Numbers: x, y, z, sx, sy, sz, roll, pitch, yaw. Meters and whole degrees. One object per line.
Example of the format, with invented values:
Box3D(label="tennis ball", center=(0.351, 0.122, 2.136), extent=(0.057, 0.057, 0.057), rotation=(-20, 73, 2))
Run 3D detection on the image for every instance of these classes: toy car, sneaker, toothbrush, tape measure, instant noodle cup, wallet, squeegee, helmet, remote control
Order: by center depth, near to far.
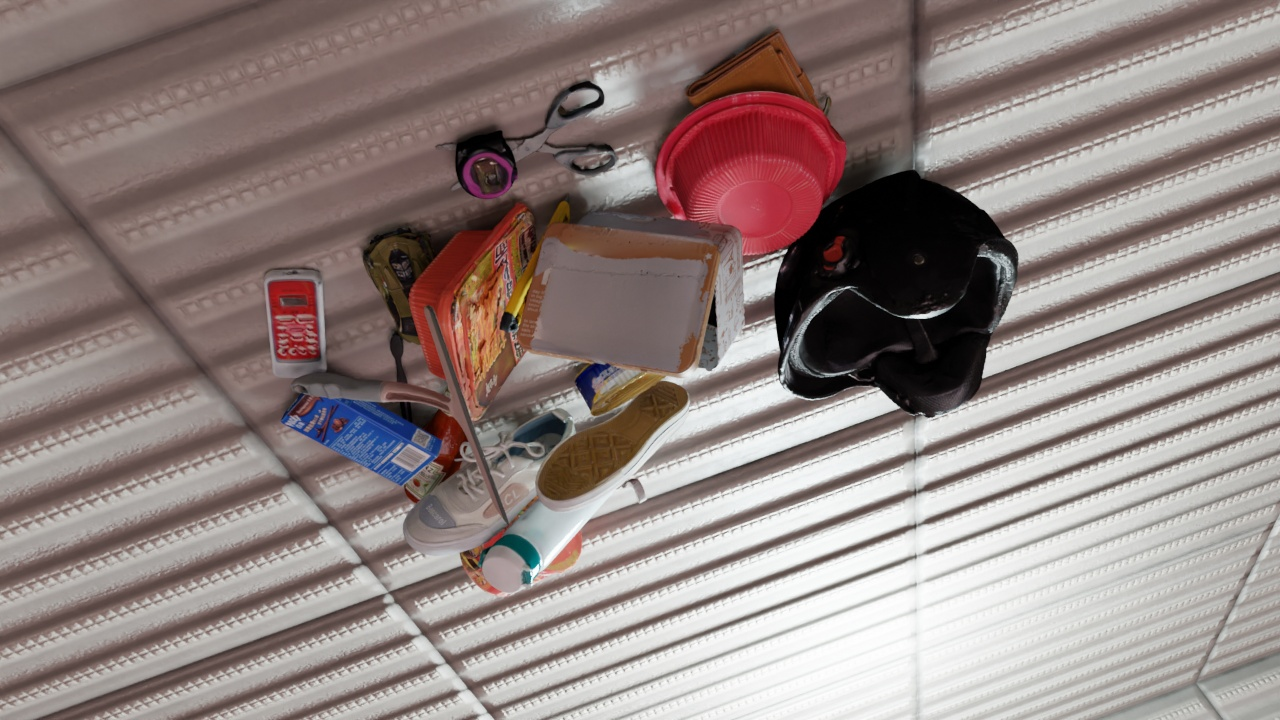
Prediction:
Box3D(label="tape measure", center=(-0.145, -0.181, 0.861), extent=(0.057, 0.039, 0.058), rotation=(-15, 135, 0))
Box3D(label="squeegee", center=(-0.249, 0.035, 0.905), extent=(0.250, 0.040, 0.248), rotation=(8, 128, 29))
Box3D(label="wallet", center=(0.126, -0.249, 0.908), extent=(0.119, 0.035, 0.130), rotation=(-32, 134, 13))
Box3D(label="instant noodle cup", center=(-0.163, -0.050, 0.918), extent=(0.079, 0.188, 0.165), rotation=(12, 135, 16))
Box3D(label="instant noodle cup", center=(0.112, -0.173, 0.920), extent=(0.194, 0.065, 0.194), rotation=(-1, 141, -1))
Box3D(label="toy car", center=(-0.231, -0.071, 0.945), extent=(0.070, 0.042, 0.158), rotation=(-18, 138, -2))
Box3D(label="remote control", center=(-0.355, -0.035, 0.946), extent=(0.055, 0.020, 0.136), rotation=(-2, 132, -19))
Box3D(label="helmet", center=(0.260, -0.073, 0.987), extent=(0.275, 0.230, 0.233), rotation=(-23, 143, 8))
Box3D(label="toothbrush", center=(-0.271, 0.036, 1.052), extent=(0.014, 0.016, 0.189), rotation=(1, 135, -6))
Box3D(label="sneaker", center=(-0.169, 0.136, 1.073), extent=(0.241, 0.089, 0.091), rotation=(-34, 151, -30))
Box3D(label="sneaker", center=(-0.027, 0.117, 1.103), extent=(0.240, 0.118, 0.088), rotation=(-37, 143, -36))
Box3D(label="instant noodle cup", center=(-0.161, 0.238, 1.198), extent=(0.137, 0.137, 0.109), rotation=(27, 126, -37))

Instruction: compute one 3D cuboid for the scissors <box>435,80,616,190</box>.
Box3D(label="scissors", center=(-0.101, -0.208, 0.884), extent=(0.159, 0.014, 0.176), rotation=(24, 122, -32))

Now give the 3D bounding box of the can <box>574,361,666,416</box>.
Box3D(label="can", center=(-0.006, 0.006, 1.070), extent=(0.148, 0.049, 0.074), rotation=(-34, 164, 11))

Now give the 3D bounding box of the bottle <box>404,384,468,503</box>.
Box3D(label="bottle", center=(-0.230, 0.088, 1.078), extent=(0.059, 0.059, 0.207), rotation=(6, 129, -25))

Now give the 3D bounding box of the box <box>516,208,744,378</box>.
Box3D(label="box", center=(-0.008, -0.052, 0.888), extent=(0.183, 0.180, 0.154), rotation=(11, 131, 23))

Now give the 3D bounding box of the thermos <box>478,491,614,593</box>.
Box3D(label="thermos", center=(-0.111, 0.197, 1.122), extent=(0.073, 0.223, 0.073), rotation=(13, 120, 23))

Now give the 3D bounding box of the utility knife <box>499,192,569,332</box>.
Box3D(label="utility knife", center=(-0.100, -0.097, 0.911), extent=(0.015, 0.164, 0.033), rotation=(18, 160, 14))

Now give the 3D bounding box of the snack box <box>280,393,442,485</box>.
Box3D(label="snack box", center=(-0.310, 0.079, 1.025), extent=(0.157, 0.026, 0.085), rotation=(34, 131, -23))
